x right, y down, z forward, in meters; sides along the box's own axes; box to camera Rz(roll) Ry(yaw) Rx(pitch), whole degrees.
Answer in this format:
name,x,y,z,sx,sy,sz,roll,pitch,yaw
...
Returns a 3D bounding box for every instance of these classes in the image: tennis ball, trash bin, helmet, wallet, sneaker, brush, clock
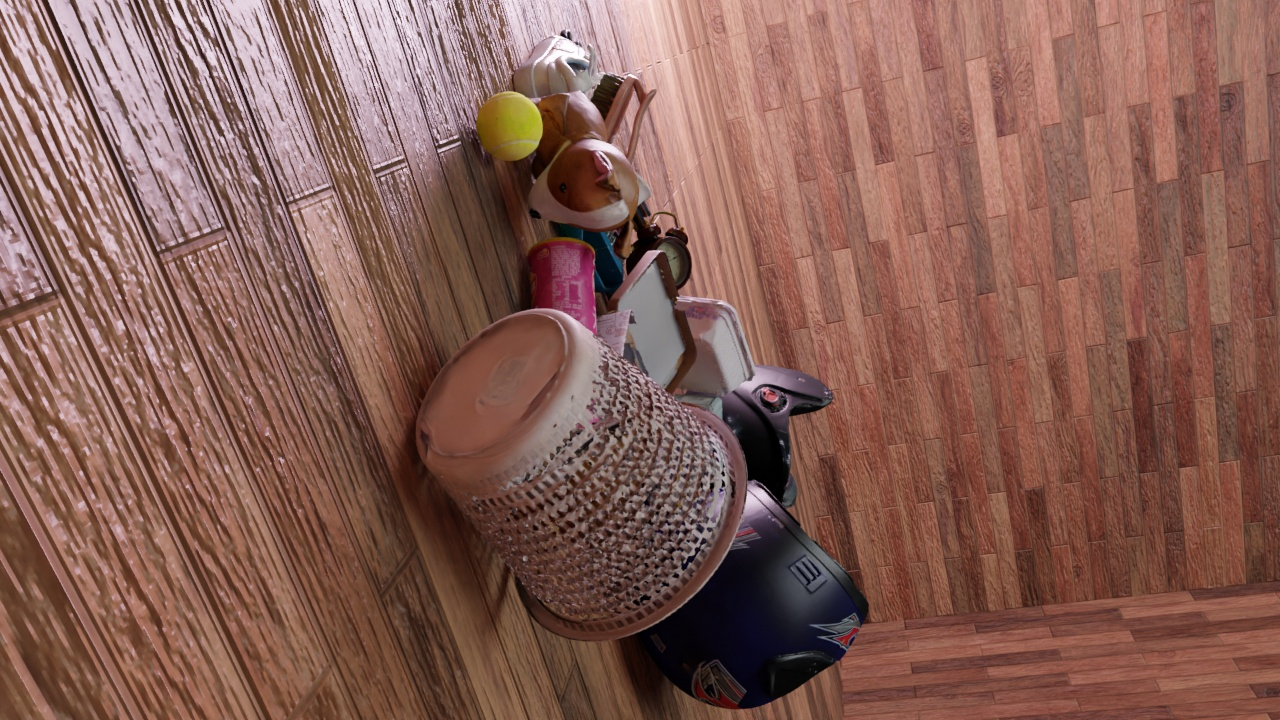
name,x,y,z,sx,sy,sz,roll,pitch,yaw
tennis ball,-0.129,-0.230,0.900,0.065,0.065,0.065,-10,89,-75
trash bin,-0.058,0.074,0.713,0.192,0.228,0.227,50,30,-38
helmet,0.123,0.302,1.122,0.247,0.240,0.315,46,-3,41
helmet,0.171,0.126,1.473,0.274,0.230,0.234,-75,176,-60
wallet,-0.028,-0.240,1.286,0.115,0.033,0.090,56,-7,48
sneaker,-0.080,-0.355,1.128,0.241,0.091,0.089,-72,149,-63
brush,-0.036,-0.261,1.066,0.146,0.073,0.063,-64,176,12
brush,-0.060,-0.130,1.113,0.144,0.055,0.073,62,28,-50
clock,0.027,-0.145,1.268,0.082,0.055,0.122,5,91,-35

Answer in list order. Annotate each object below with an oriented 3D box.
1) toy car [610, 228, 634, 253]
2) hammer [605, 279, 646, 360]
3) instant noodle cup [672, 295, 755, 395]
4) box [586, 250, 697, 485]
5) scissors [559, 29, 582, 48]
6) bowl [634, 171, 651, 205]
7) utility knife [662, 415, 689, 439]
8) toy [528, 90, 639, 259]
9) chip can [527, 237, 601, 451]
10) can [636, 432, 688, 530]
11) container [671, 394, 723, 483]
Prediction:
name,x,y,z,sx,sy,sz,roll,pitch,yaw
toy car,-0.037,-0.178,1.246,0.056,0.037,0.122,62,5,-24
hammer,-0.017,-0.054,1.271,0.128,0.033,0.301,-85,159,-49
instant noodle cup,0.082,-0.014,1.330,0.060,0.138,0.173,-62,146,-32
box,-0.006,0.005,1.121,0.259,0.105,0.179,-80,155,-52
scissors,-0.088,-0.374,1.273,0.156,0.014,0.168,66,22,-47
bowl,-0.052,-0.214,1.157,0.064,0.118,0.118,-58,157,-5
utility knife,0.037,0.063,1.076,0.151,0.013,0.029,47,40,-60
toy,-0.069,-0.197,0.956,0.199,0.130,0.140,52,-7,34
chip can,-0.078,-0.017,0.935,0.071,0.071,0.210,49,34,-63
can,0.033,0.155,1.220,0.074,0.049,0.148,56,39,-59
container,0.073,0.110,1.334,0.089,0.090,0.111,-35,128,-74
